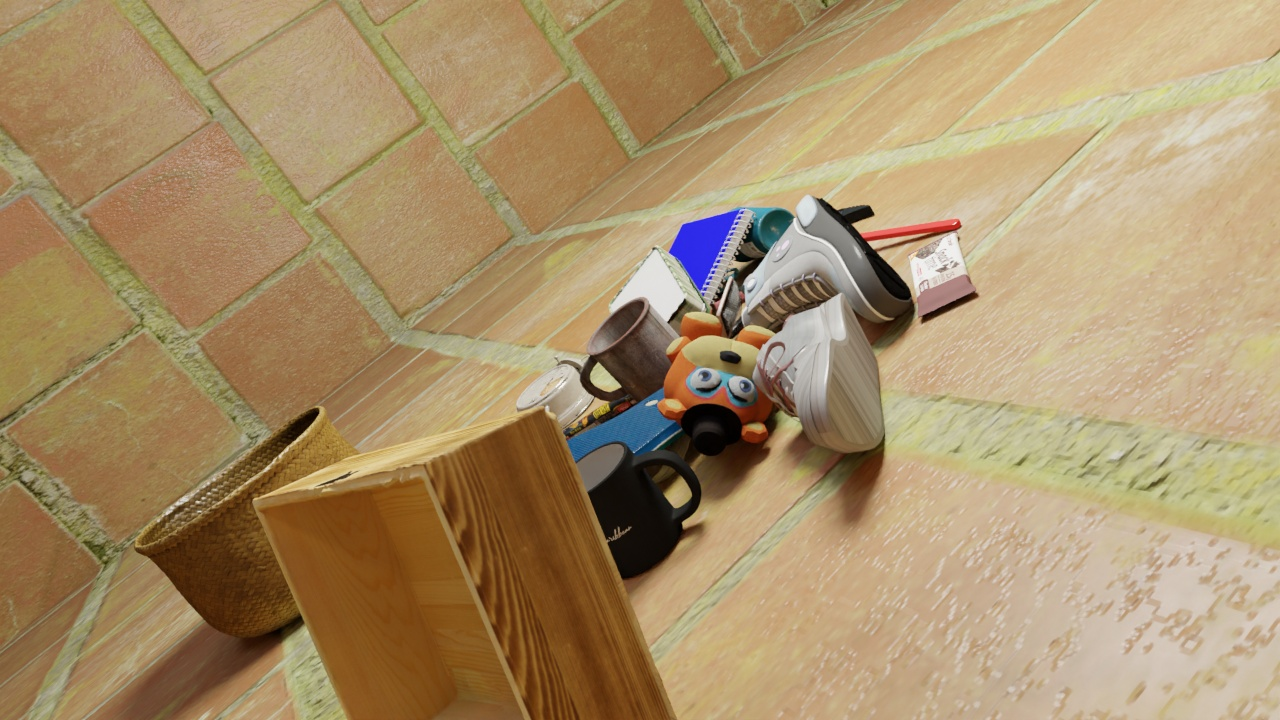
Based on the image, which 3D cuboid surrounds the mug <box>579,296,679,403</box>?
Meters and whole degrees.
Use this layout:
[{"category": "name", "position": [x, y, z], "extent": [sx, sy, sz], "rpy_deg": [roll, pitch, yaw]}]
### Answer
[{"category": "mug", "position": [-0.006, 0.006, 1.036], "extent": [0.123, 0.110, 0.096], "rpy_deg": [-38, 16, 14]}]

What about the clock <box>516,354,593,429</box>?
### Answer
[{"category": "clock", "position": [-0.110, 0.036, 1.238], "extent": [0.104, 0.061, 0.156], "rpy_deg": [-20, 25, 41]}]

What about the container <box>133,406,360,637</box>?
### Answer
[{"category": "container", "position": [-0.494, 0.223, 1.248], "extent": [0.307, 0.196, 0.306], "rpy_deg": [-33, 15, 10]}]

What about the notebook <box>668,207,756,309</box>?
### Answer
[{"category": "notebook", "position": [0.061, -0.101, 1.225], "extent": [0.172, 0.022, 0.209], "rpy_deg": [0, 62, 63]}]

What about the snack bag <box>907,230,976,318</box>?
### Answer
[{"category": "snack bag", "position": [0.289, -0.087, 0.890], "extent": [0.057, 0.013, 0.157], "rpy_deg": [-26, 19, 24]}]

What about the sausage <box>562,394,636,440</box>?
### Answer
[{"category": "sausage", "position": [-0.045, 0.065, 1.111], "extent": [0.155, 0.020, 0.020], "rpy_deg": [-32, 17, 11]}]

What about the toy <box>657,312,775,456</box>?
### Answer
[{"category": "toy", "position": [0.075, 0.023, 0.855], "extent": [0.096, 0.112, 0.175], "rpy_deg": [104, 180, -49]}]

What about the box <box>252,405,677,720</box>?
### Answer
[{"category": "box", "position": [-0.194, 0.235, 0.545], "extent": [0.280, 0.286, 0.335], "rpy_deg": [-17, 9, 46]}]

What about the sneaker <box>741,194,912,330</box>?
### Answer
[{"category": "sneaker", "position": [0.177, -0.070, 0.961], "extent": [0.161, 0.093, 0.256], "rpy_deg": [-45, 20, 18]}]

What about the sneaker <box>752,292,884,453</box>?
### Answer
[{"category": "sneaker", "position": [0.139, 0.019, 0.759], "extent": [0.090, 0.099, 0.235], "rpy_deg": [-27, 12, 23]}]

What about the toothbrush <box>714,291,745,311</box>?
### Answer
[{"category": "toothbrush", "position": [0.175, -0.094, 1.086], "extent": [0.190, 0.016, 0.016], "rpy_deg": [-21, 34, 22]}]

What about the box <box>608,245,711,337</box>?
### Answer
[{"category": "box", "position": [0.022, -0.065, 1.169], "extent": [0.118, 0.051, 0.205], "rpy_deg": [-51, 24, 12]}]

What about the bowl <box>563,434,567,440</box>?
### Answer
[{"category": "bowl", "position": [-0.109, 0.135, 0.975], "extent": [0.114, 0.061, 0.114], "rpy_deg": [-34, 16, 11]}]

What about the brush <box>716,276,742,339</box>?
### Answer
[{"category": "brush", "position": [0.096, -0.031, 1.046], "extent": [0.015, 0.050, 0.135], "rpy_deg": [5, 54, 24]}]

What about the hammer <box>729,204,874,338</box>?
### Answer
[{"category": "hammer", "position": [0.171, -0.092, 1.130], "extent": [0.324, 0.015, 0.095], "rpy_deg": [-45, 20, -26]}]

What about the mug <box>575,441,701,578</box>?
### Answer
[{"category": "mug", "position": [-0.005, 0.118, 0.773], "extent": [0.114, 0.088, 0.078], "rpy_deg": [-29, 18, 19]}]

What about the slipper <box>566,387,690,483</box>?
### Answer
[{"category": "slipper", "position": [-0.002, 0.089, 0.908], "extent": [0.294, 0.060, 0.118], "rpy_deg": [-30, 18, -30]}]

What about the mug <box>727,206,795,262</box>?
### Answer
[{"category": "mug", "position": [0.161, -0.172, 1.237], "extent": [0.078, 0.078, 0.121], "rpy_deg": [-38, 14, -10]}]

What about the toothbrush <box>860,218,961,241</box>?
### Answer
[{"category": "toothbrush", "position": [0.270, -0.138, 1.047], "extent": [0.213, 0.018, 0.012], "rpy_deg": [-2, 41, 50]}]

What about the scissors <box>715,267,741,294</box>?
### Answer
[{"category": "scissors", "position": [0.128, -0.104, 1.255], "extent": [0.076, 0.015, 0.141], "rpy_deg": [-39, 23, -15]}]
